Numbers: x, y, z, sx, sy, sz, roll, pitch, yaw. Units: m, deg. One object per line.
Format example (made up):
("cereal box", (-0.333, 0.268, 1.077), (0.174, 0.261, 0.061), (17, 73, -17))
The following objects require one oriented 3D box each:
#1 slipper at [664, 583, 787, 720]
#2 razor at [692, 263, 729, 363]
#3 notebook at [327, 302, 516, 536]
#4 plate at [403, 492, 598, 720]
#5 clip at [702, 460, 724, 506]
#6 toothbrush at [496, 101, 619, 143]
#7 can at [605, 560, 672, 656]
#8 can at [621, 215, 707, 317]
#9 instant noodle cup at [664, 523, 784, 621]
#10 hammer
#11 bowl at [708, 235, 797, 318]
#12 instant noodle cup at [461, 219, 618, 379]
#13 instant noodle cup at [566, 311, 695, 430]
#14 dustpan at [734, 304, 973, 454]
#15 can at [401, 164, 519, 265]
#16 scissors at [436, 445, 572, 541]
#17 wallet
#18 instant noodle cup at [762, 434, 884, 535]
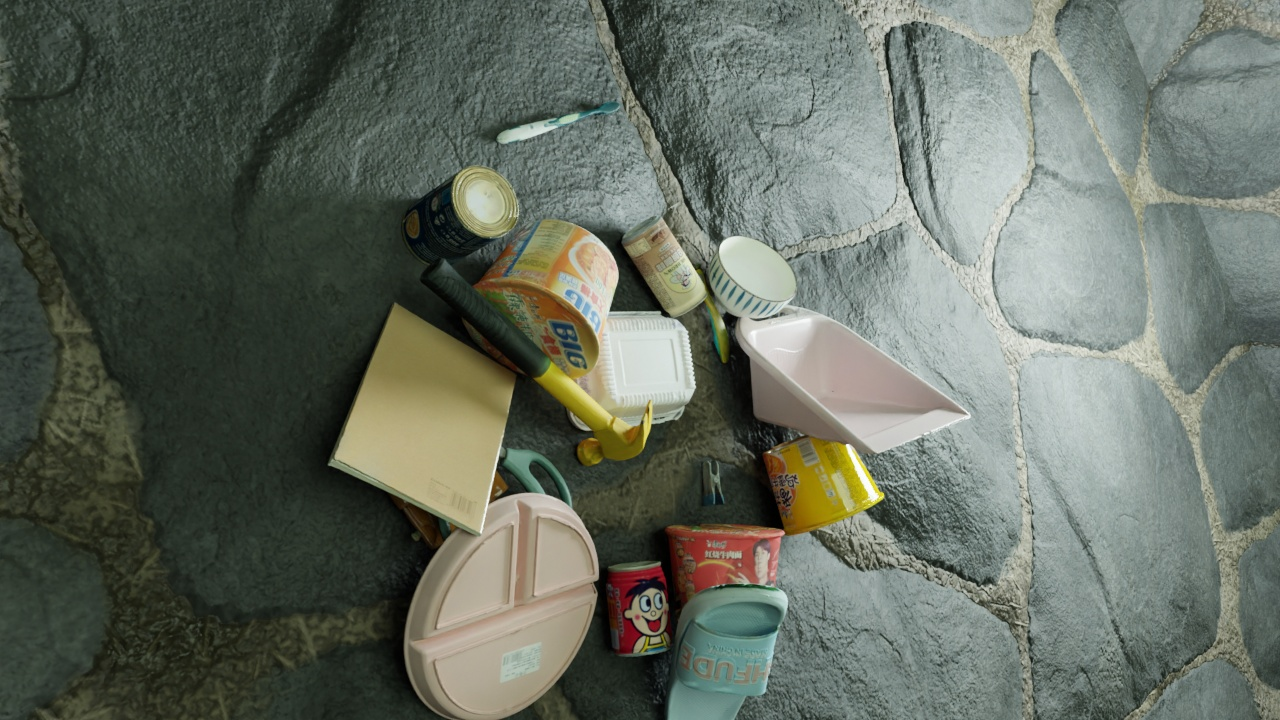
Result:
("slipper", (0.083, 0.332, 0.975), (0.104, 0.246, 0.074), (10, 30, -8))
("razor", (0.089, -0.058, 1.182), (0.043, 0.028, 0.132), (-31, 102, -43))
("notebook", (-0.195, 0.050, 0.867), (0.149, 0.012, 0.211), (32, 36, -23))
("plate", (-0.122, 0.242, 0.887), (0.228, 0.028, 0.230), (-16, 113, -44))
("clip", (0.089, 0.152, 1.136), (0.041, 0.026, 0.058), (1, 76, -32))
("toothbrush", (-0.096, -0.282, 1.088), (0.191, 0.018, 0.016), (-28, 98, -37))
("can", (-0.002, 0.270, 1.005), (0.066, 0.067, 0.093), (0, 80, -39))
("can", (0.030, -0.115, 1.123), (0.058, 0.059, 0.116), (-45, 109, -36))
("instant noodle cup", (0.097, 0.247, 1.054), (0.137, 0.138, 0.108), (6, 82, -38))
("hammer", (-0.102, 0.007, 0.932), (0.300, 0.129, 0.032), (44, 47, -26))
("bowl", (0.137, -0.099, 1.190), (0.116, 0.066, 0.116), (17, 45, -18))
("instant noodle cup", (-0.097, -0.068, 0.960), (0.151, 0.152, 0.111), (42, 49, -24))
("instant noodle cup", (-0.006, 0.006, 1.067), (0.173, 0.060, 0.138), (-3, 82, -38))
("dustpan", (0.250, 0.008, 1.166), (0.222, 0.274, 0.139), (-13, 106, -44))
("can", (-0.182, -0.144, 0.922), (0.075, 0.111, 0.075), (10, 74, -37))
("scissors", (-0.130, 0.126, 0.918), (0.181, 0.019, 0.170), (23, 56, -33))
("wallet", (-0.208, 0.107, 0.894), (0.118, 0.035, 0.130), (-41, 101, -43))
("instant noodle cup", (0.227, 0.150, 1.184), (0.137, 0.138, 0.109), (-18, 82, -40))
